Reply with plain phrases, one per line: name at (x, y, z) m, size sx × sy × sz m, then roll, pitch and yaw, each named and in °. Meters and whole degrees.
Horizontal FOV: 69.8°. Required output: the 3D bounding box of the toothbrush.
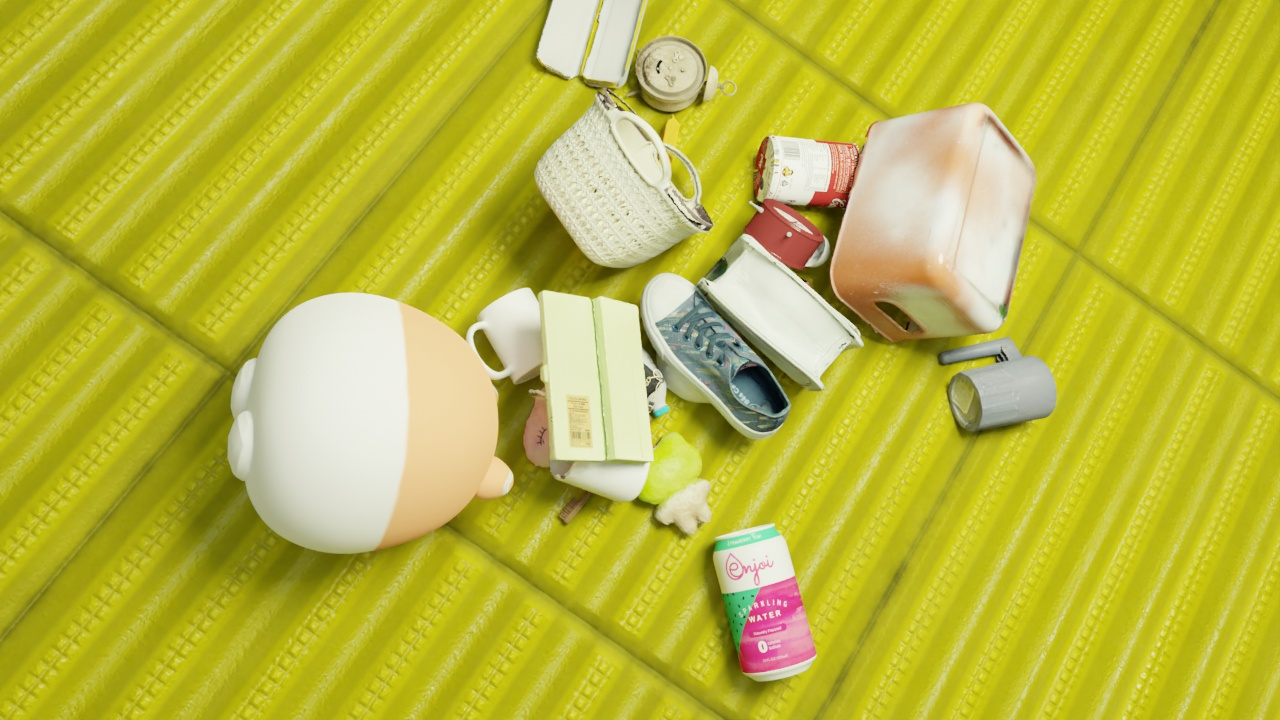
toothbrush at (-0.041, 0.128, 1.104) m, size 0.016 × 0.016 × 0.166 m, roll 40°, pitch 74°, yaw 0°

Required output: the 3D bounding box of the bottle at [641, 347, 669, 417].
bottle at (-0.007, 0.007, 1.123) m, size 0.044 × 0.044 × 0.136 m, roll -29°, pitch 84°, yaw -15°

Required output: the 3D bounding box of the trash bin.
trash bin at (0.369, -0.166, 1.137) m, size 0.181 × 0.158 × 0.259 m, roll 31°, pitch 70°, yaw -36°

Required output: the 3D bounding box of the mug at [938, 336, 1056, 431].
mug at (0.459, 0.028, 1.193) m, size 0.104 × 0.084 × 0.123 m, roll -11°, pitch 56°, yaw -11°

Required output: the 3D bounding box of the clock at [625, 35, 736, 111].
clock at (0.057, -0.370, 1.213) m, size 0.141 × 0.055 × 0.092 m, roll 12°, pitch 76°, yaw 0°

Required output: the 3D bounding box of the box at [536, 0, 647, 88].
box at (-0.057, -0.466, 1.221) m, size 0.128 × 0.045 × 0.209 m, roll 15°, pitch 76°, yaw -6°

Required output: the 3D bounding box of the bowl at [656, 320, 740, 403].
bowl at (0.080, -0.008, 1.138) m, size 0.114 × 0.051 × 0.114 m, roll 2°, pitch 77°, yaw -10°

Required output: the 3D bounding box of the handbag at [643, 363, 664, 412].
handbag at (-0.029, 0.013, 1.086) m, size 0.079 × 0.054 × 0.128 m, roll -46°, pitch 75°, yaw 16°

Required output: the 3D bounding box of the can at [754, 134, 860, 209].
can at (0.217, -0.245, 1.198) m, size 0.116 × 0.087 × 0.086 m, roll 3°, pitch 77°, yaw -10°

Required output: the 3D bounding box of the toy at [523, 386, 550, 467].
toy at (-0.083, 0.079, 1.091) m, size 0.105 × 0.053 × 0.108 m, roll 16°, pitch 81°, yaw -19°

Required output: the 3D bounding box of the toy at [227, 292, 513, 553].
toy at (-0.275, 0.070, 0.956) m, size 0.280 × 0.267 × 0.262 m, roll 8°, pitch 43°, yaw -27°

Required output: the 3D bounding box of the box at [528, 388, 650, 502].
box at (-0.067, 0.096, 1.033) m, size 0.165 × 0.084 × 0.094 m, roll 22°, pitch 91°, yaw -30°

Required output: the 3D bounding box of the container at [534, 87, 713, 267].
container at (-0.015, -0.200, 1.067) m, size 0.143 × 0.251 × 0.184 m, roll -37°, pitch 88°, yaw 13°

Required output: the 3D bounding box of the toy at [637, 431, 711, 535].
toy at (0.042, 0.151, 1.101) m, size 0.092 × 0.043 × 0.118 m, roll -32°, pitch 88°, yaw -18°

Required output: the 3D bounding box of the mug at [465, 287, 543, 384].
mug at (-0.153, -0.022, 1.079) m, size 0.110 × 0.074 × 0.090 m, roll -26°, pitch 83°, yaw -39°

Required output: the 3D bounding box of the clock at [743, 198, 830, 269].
clock at (0.187, -0.160, 1.162) m, size 0.096 × 0.137 × 0.048 m, roll 47°, pitch 116°, yaw 27°

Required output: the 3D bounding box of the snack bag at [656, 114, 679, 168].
snack bag at (0.033, -0.274, 1.202) m, size 0.020 × 0.026 × 0.099 m, roll 16°, pitch 74°, yaw -13°

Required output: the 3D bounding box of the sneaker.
sneaker at (0.087, -0.007, 1.070) m, size 0.087 × 0.079 × 0.235 m, roll -39°, pitch 87°, yaw -16°

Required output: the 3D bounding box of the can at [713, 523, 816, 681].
can at (0.142, 0.279, 1.066) m, size 0.088 × 0.088 × 0.165 m, roll -12°, pitch 80°, yaw -13°

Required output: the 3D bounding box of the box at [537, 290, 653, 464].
box at (-0.048, 0.019, 0.997) m, size 0.138 × 0.030 × 0.187 m, roll 10°, pitch 69°, yaw -42°

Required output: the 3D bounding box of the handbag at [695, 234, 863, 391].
handbag at (0.167, -0.058, 1.119) m, size 0.198 × 0.142 × 0.096 m, roll 41°, pitch 90°, yaw -1°
